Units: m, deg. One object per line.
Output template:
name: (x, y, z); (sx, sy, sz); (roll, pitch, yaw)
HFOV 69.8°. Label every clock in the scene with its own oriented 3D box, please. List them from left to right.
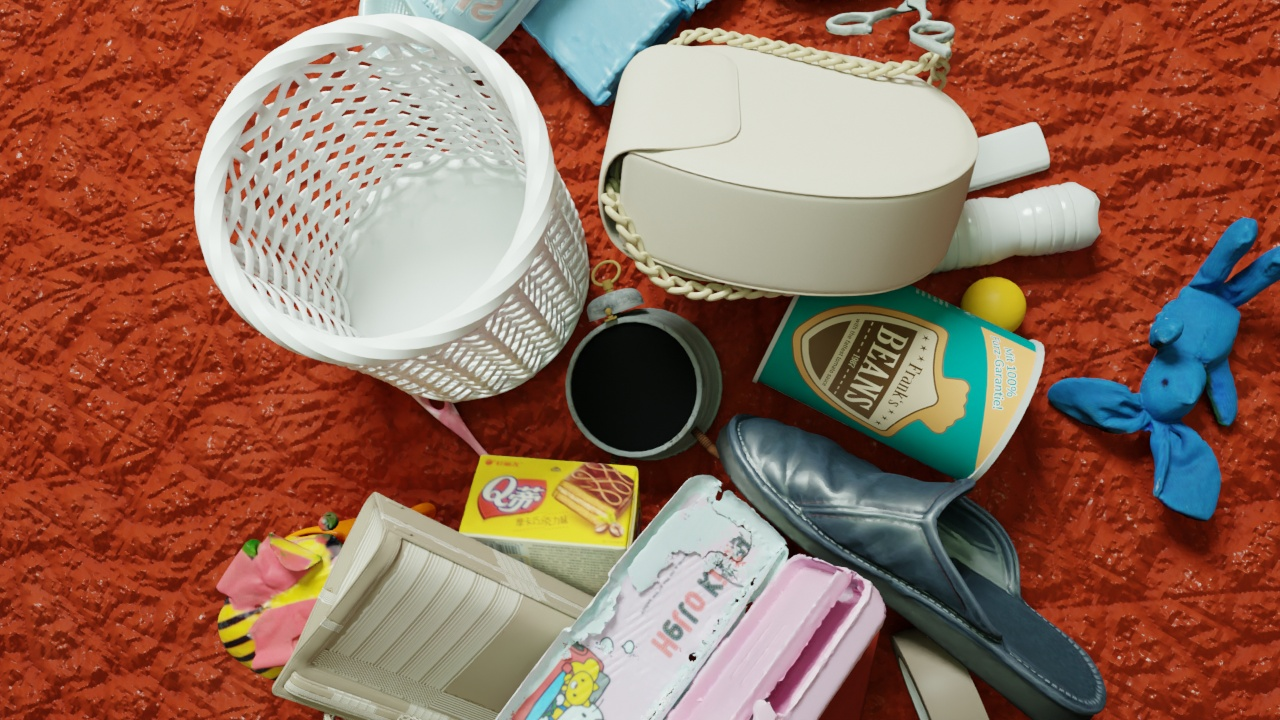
clock: (-0.004, 0.004, 0.613); (0.104, 0.056, 0.148); (-18, 88, 14)

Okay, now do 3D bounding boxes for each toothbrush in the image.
toothbrush: (-0.138, 0.035, 0.646); (0.021, 0.016, 0.135); (-42, 83, -4)

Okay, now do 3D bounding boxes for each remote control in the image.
remote control: (0.209, -0.128, 0.621); (0.131, 0.012, 0.033); (-16, 84, 5)

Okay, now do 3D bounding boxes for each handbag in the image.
handbag: (-0.124, 0.203, 0.524); (0.175, 0.062, 0.198); (33, 91, -26)
handbag: (0.085, -0.126, 0.538); (0.208, 0.210, 0.103); (5, 128, 1)

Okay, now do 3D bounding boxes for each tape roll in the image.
tape roll: (0.185, 0.208, 0.557); (0.030, 0.093, 0.093); (-21, 83, 4)

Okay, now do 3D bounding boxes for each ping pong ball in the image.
ping pong ball: (0.230, -0.034, 0.598); (0.040, 0.040, 0.040); (-1, 85, 6)

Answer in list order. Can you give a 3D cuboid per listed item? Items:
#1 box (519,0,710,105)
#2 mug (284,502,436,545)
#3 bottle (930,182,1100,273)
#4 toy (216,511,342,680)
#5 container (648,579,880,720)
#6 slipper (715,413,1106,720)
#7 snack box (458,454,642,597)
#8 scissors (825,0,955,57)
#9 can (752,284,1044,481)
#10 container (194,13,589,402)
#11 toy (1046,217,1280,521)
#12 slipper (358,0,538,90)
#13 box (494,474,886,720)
box: (-0.043, -0.316, 0.645); (0.175, 0.060, 0.231); (-42, 82, 0)
mug: (-0.179, 0.132, 0.602); (0.112, 0.096, 0.077); (-44, 82, 1)
bottle: (0.224, -0.084, 0.600); (0.136, 0.044, 0.044); (-9, 84, 6)
toy: (-0.203, 0.140, 0.534); (0.084, 0.046, 0.103); (40, 93, -14)
container: (0.054, 0.237, 0.553); (0.148, 0.127, 0.200); (20, 78, 8)
slipper: (0.171, 0.098, 0.544); (0.265, 0.108, 0.084); (37, 115, 14)
snack box: (-0.053, 0.111, 0.589); (0.106, 0.084, 0.061); (4, 49, 6)
scissors: (0.182, -0.224, 0.575); (0.152, 0.014, 0.131); (-29, 42, -24)
can: (0.157, 0.001, 0.573); (0.144, 0.099, 0.099); (27, 89, 8)
container: (-0.133, -0.077, 0.561); (0.189, 0.187, 0.189); (-1, 81, 4)
toy: (0.335, -0.002, 0.572); (0.113, 0.071, 0.176); (25, 99, 10)
slipper: (-0.098, -0.284, 0.598); (0.246, 0.074, 0.104); (-36, 83, 16)
box: (0.018, 0.164, 0.478); (0.101, 0.111, 0.201); (45, 75, -15)
